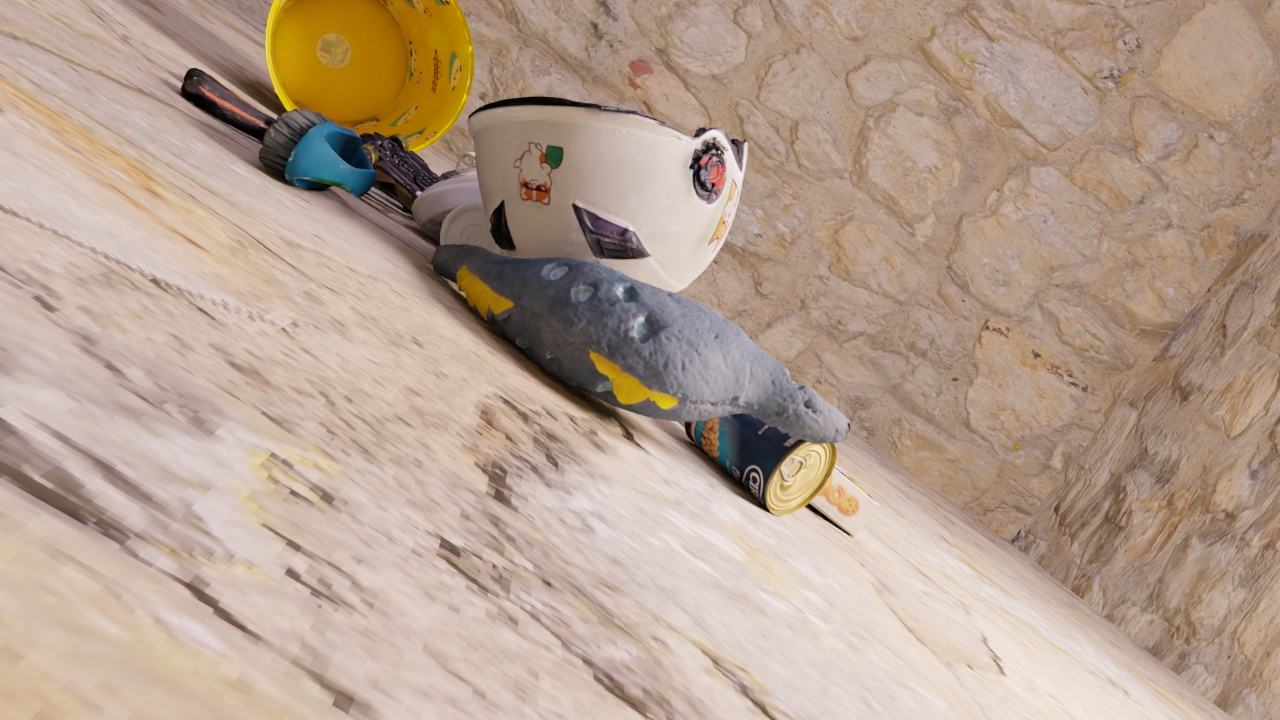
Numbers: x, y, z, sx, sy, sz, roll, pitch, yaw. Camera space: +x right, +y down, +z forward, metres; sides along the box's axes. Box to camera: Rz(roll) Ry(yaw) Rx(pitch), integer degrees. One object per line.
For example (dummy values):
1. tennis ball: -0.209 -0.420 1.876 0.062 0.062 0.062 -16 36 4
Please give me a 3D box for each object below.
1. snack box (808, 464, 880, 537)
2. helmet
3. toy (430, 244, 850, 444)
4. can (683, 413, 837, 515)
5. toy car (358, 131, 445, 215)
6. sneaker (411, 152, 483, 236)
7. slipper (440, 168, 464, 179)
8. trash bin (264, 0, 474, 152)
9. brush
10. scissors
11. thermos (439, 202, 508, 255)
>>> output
1. snack box: 0.139 0.084 0.948 0.178 0.046 0.182 38 4 -18
2. helmet: -0.029 -0.126 0.799 0.230 0.157 0.273 6 7 23
3. toy: -0.008 -0.015 0.676 0.356 0.091 0.137 23 7 5
4. can: 0.097 0.065 0.761 0.075 0.075 0.111 28 9 -48
5. toy car: -0.243 -0.187 0.976 0.158 0.042 0.070 40 32 1
6. sneaker: -0.143 -0.188 0.962 0.241 0.090 0.090 -16 82 -52
7. slipper: -0.136 -0.190 1.171 0.268 0.083 0.110 15 25 24
8. trash bin: -0.350 -0.377 1.136 0.229 0.229 0.255 31 2 -31
9. brush: -0.245 -0.158 0.724 0.073 0.055 0.144 33 6 -8
10. scissors: -0.315 -0.201 0.834 0.204 0.022 0.224 37 7 26
11. thermos: -0.134 -0.110 0.938 0.070 0.070 0.220 36 5 9
